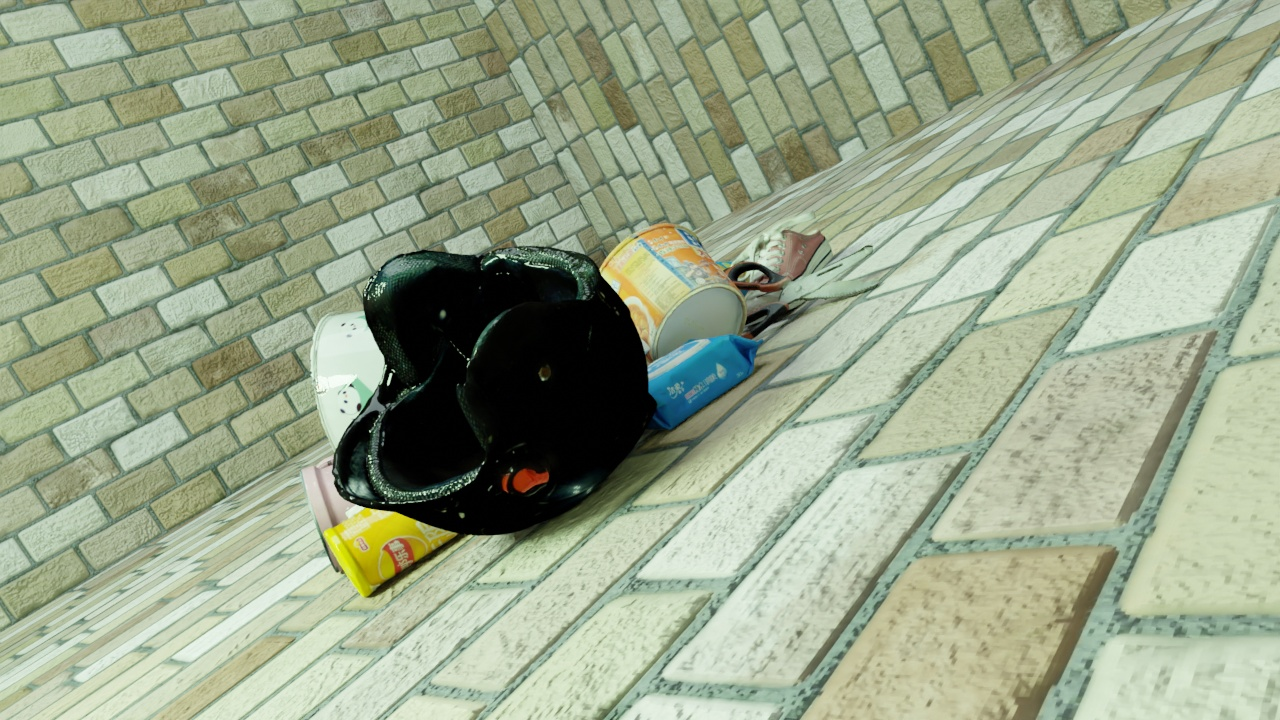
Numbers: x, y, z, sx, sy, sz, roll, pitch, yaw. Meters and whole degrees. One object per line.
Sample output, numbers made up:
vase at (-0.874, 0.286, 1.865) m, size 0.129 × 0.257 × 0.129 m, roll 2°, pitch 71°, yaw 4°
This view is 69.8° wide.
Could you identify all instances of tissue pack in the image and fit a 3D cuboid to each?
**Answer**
tissue pack at (0.042, 0.018, 0.905) m, size 0.156 × 0.052 × 0.095 m, roll -32°, pitch 10°, yaw -25°

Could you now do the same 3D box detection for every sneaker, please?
sneaker at (0.175, -0.123, 1.167) m, size 0.119 × 0.088 × 0.240 m, roll -21°, pitch 16°, yaw 38°

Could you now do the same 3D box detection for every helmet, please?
helmet at (-0.117, 0.032, 0.767) m, size 0.274 × 0.230 × 0.234 m, roll -51°, pitch 37°, yaw -9°

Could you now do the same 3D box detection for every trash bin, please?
trash bin at (-0.244, 0.021, 1.159) m, size 0.252 × 0.229 × 0.229 m, roll -14°, pitch 11°, yaw 7°

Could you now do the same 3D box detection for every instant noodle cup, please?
instant noodle cup at (0.038, -0.058, 1.004) m, size 0.151 × 0.151 × 0.111 m, roll -30°, pitch 47°, yaw -13°

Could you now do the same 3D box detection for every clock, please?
clock at (-0.326, 0.163, 1.008) m, size 0.059 × 0.117 × 0.159 m, roll -20°, pitch 8°, yaw -19°

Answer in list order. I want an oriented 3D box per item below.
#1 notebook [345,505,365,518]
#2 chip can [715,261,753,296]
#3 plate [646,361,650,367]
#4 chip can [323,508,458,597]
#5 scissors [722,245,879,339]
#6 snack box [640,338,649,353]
notebook at (-0.210, 0.108, 0.984) m, size 0.150 × 0.012 × 0.209 m, roll -32°, pitch -3°, yaw 8°
chip can at (0.071, -0.094, 1.185) m, size 0.071 × 0.071 × 0.209 m, roll -21°, pitch -7°, yaw 37°
plate at (-0.007, 0.007, 1.158) m, size 0.192 × 0.039 × 0.192 m, roll -27°, pitch 9°, yaw 4°
chip can at (-0.189, 0.135, 0.876) m, size 0.213 × 0.072 × 0.072 m, roll -33°, pitch 10°, yaw -24°
scissors at (0.159, -0.076, 1.048) m, size 0.189 × 0.015 × 0.224 m, roll -52°, pitch 43°, yaw -6°
snack box at (-0.056, 0.044, 0.951) m, size 0.157 × 0.027 × 0.084 m, roll -51°, pitch -5°, yaw 32°
